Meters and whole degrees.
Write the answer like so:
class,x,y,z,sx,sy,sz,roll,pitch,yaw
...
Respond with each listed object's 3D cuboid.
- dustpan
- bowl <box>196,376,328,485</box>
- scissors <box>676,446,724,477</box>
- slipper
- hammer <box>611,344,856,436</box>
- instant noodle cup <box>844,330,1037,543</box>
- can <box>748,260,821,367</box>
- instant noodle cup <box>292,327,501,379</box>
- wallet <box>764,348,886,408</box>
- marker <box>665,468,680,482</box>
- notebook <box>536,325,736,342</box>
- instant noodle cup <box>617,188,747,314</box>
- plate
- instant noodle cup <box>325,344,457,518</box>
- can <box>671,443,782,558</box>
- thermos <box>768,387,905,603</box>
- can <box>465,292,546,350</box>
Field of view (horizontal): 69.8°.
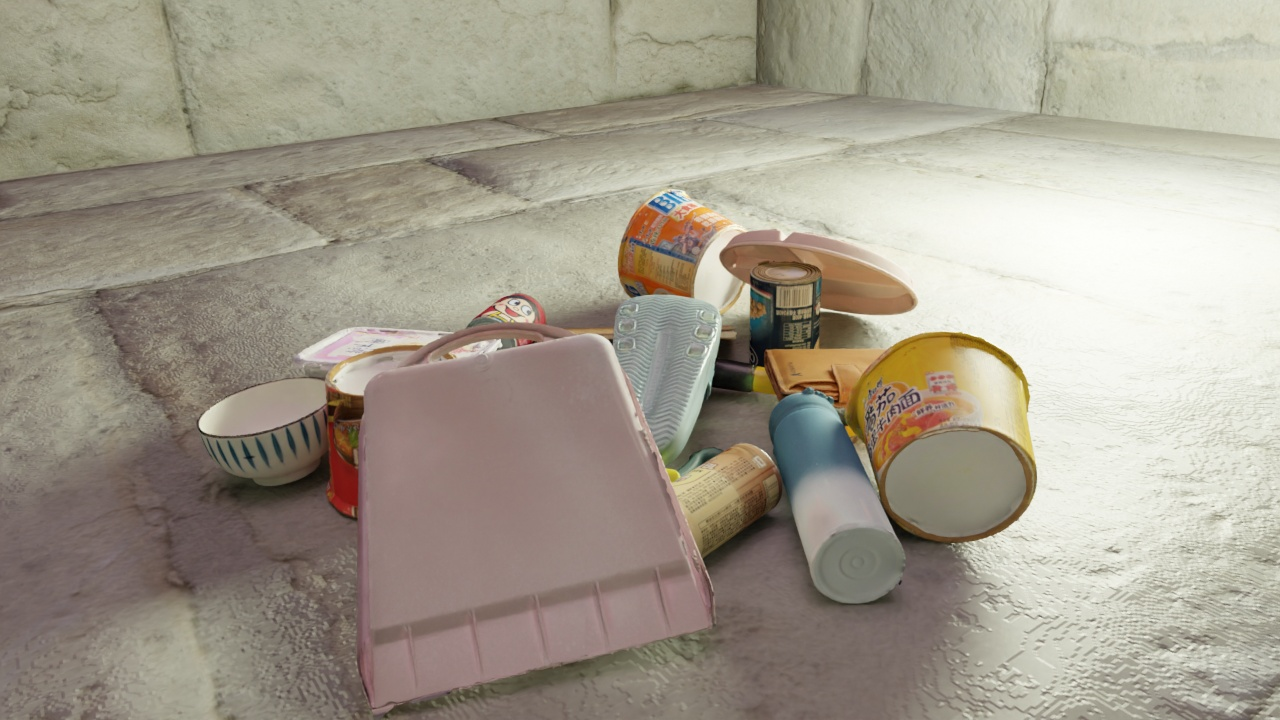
class,x,y,z,sx,sy,sz,roll,pitch,yaw
dustpan,-0.087,0.085,0.649,0.222,0.273,0.139,-8,-13,-9
bowl,-0.319,0.067,0.806,0.116,0.066,0.116,-7,23,3
scissors,0.009,0.099,0.769,0.180,0.019,0.170,-4,22,-7
slipper,0.019,0.019,0.852,0.104,0.074,0.244,1,38,11
hammer,0.112,0.018,0.916,0.301,0.033,0.128,9,25,17
instant noodle cup,0.234,0.064,0.699,0.138,0.138,0.109,2,32,10
can,0.153,-0.044,0.972,0.075,0.111,0.075,-2,23,1
instant noodle cup,-0.233,0.013,0.901,0.173,0.060,0.137,2,16,7
wallet,0.186,0.019,0.843,0.130,0.035,0.119,0,18,-1
marker,-0.024,0.090,0.751,0.124,0.015,0.018,6,60,24
notebook,-0.001,-0.033,1.035,0.211,0.012,0.149,-1,5,4
instant noodle cup,0.062,-0.126,1.144,0.111,0.152,0.151,28,36,36
plate,0.203,-0.100,1.048,0.229,0.028,0.229,16,-9,2
instant noodle cup,-0.203,0.054,0.778,0.138,0.109,0.137,-2,23,1
can,0.052,0.109,0.690,0.058,0.058,0.116,18,30,40
thermos,0.142,0.094,0.707,0.070,0.070,0.220,-2,24,0
can,-0.150,-0.034,1.034,0.066,0.066,0.093,5,24,17
